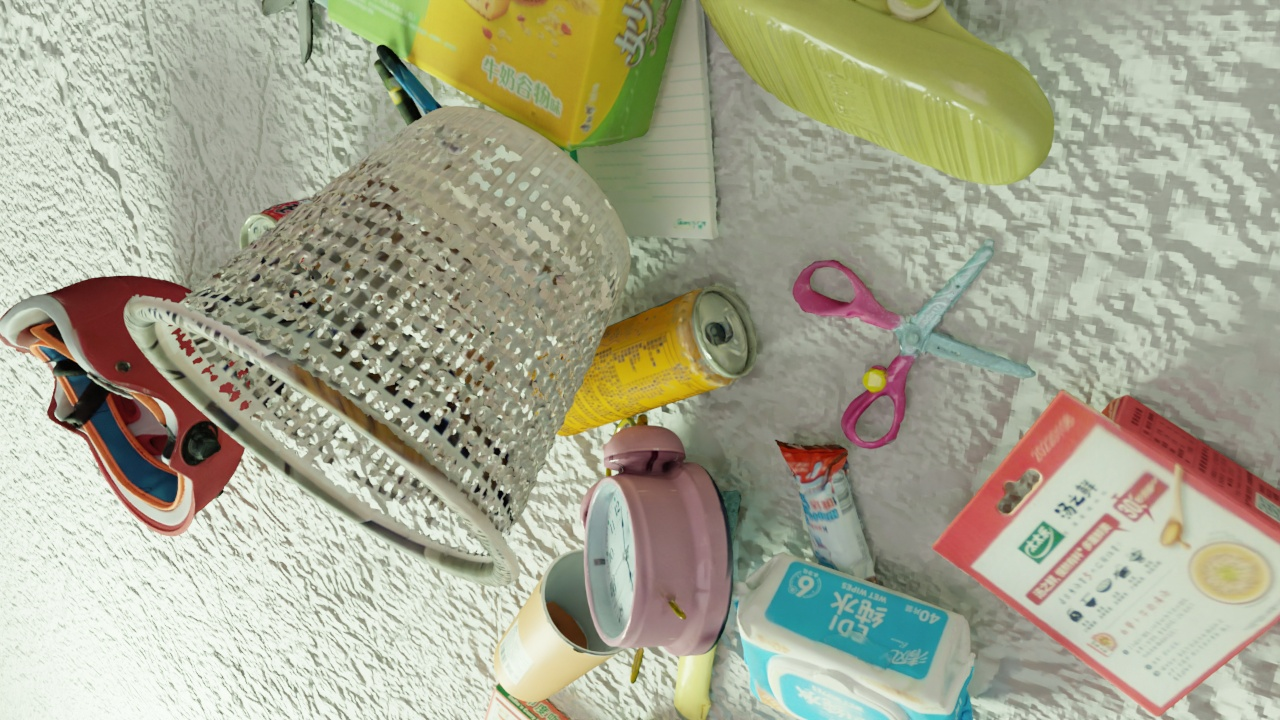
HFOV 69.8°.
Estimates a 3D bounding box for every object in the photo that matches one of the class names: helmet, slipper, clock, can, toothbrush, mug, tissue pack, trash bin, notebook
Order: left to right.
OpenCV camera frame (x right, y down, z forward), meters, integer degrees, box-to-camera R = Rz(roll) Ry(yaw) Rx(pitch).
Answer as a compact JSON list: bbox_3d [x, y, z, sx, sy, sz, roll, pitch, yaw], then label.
[{"bbox_3d":[-0.435,0.027,0.834,0.207,0.143,0.240,9,127,34],"label":"helmet"},{"bbox_3d":[-0.233,-0.086,0.670,0.067,0.093,0.066,14,115,32],"label":"can"},{"bbox_3d":[-0.113,-0.020,0.494,0.227,0.191,0.228,26,153,14],"label":"trash bin"},{"bbox_3d":[-0.120,-0.106,0.587,0.017,0.012,0.186,15,141,44],"label":"toothbrush"},{"bbox_3d":[-0.094,-0.113,0.561,0.016,0.014,0.189,-3,134,52],"label":"toothbrush"},{"bbox_3d":[-0.060,0.201,0.670,0.078,0.078,0.123,48,132,11],"label":"mug"},{"bbox_3d":[-0.026,-0.176,0.538,0.151,0.012,0.209,7,111,35],"label":"notebook"},{"bbox_3d":[-0.003,0.003,0.560,0.146,0.058,0.058,-21,95,39],"label":"can"},{"bbox_3d":[0.003,0.106,0.572,0.117,0.059,0.158,113,153,-45],"label":"clock"},{"bbox_3d":[0.119,0.173,0.519,0.140,0.063,0.090,15,138,30],"label":"tissue pack"},{"bbox_3d":[0.110,-0.149,0.415,0.190,0.091,0.081,39,86,29],"label":"slipper"}]

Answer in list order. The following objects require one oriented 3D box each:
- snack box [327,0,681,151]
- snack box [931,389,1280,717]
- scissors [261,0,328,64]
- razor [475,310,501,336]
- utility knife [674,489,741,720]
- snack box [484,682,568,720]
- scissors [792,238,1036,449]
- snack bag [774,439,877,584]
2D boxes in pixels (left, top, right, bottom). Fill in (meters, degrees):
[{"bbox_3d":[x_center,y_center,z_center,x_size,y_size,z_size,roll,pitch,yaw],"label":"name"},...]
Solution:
[{"bbox_3d":[-0.076,-0.229,0.499,0.210,0.069,0.158,33,127,23],"label":"snack box"},{"bbox_3d":[0.226,0.084,0.434,0.127,0.044,0.113,38,126,17],"label":"snack box"},{"bbox_3d":[-0.224,-0.300,0.629,0.171,0.019,0.179,-4,106,38],"label":"scissors"},{"bbox_3d":[-0.117,-0.086,0.633,0.042,0.022,0.143,-12,108,-6],"label":"razor"},{"bbox_3d":[0.043,0.173,0.617,0.031,0.022,0.213,22,126,27],"label":"utility knife"},{"bbox_3d":[-0.064,0.334,0.753,0.156,0.026,0.077,33,124,22],"label":"snack box"},{"bbox_3d":[0.135,-0.014,0.481,0.135,0.017,0.134,43,123,17],"label":"scissors"},{"bbox_3d":[0.110,0.093,0.533,0.048,0.026,0.104,-2,107,46],"label":"snack bag"}]
